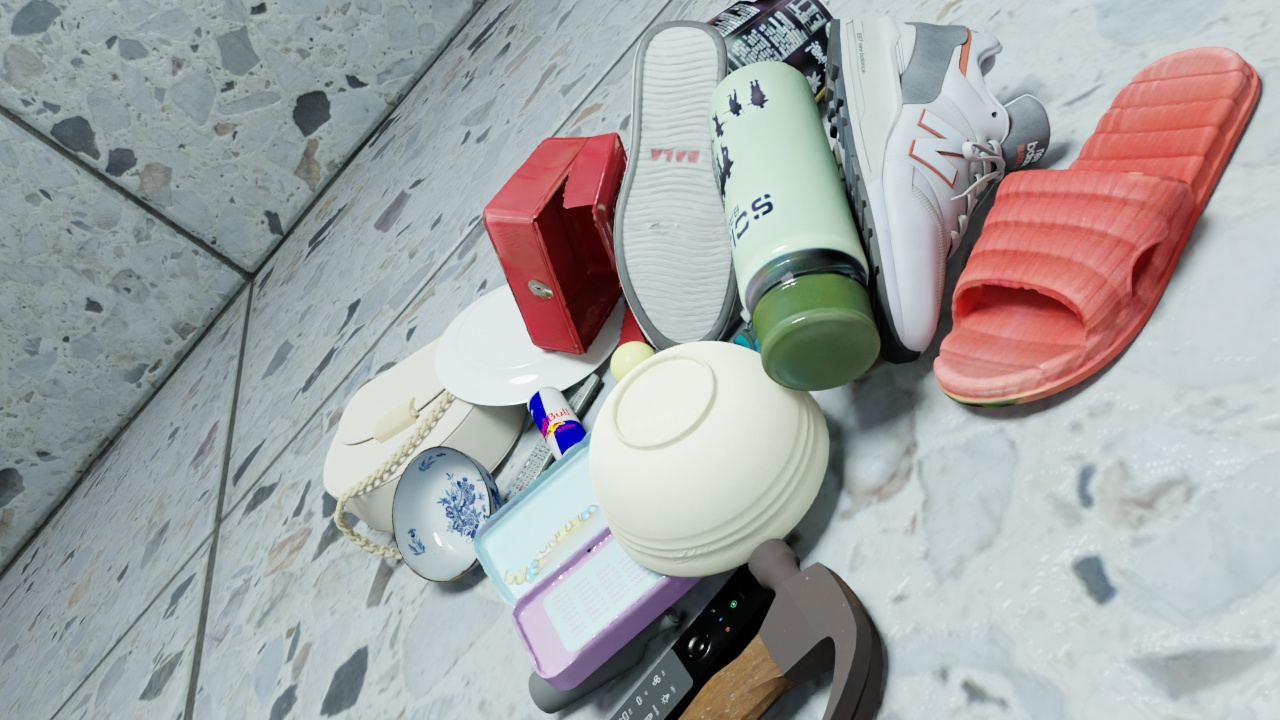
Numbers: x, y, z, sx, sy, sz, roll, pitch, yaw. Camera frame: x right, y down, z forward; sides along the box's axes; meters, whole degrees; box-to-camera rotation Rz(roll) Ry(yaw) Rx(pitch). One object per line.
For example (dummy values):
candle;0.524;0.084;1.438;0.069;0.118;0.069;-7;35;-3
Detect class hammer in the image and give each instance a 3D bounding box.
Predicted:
hammer;-0.005;0.231;0.486;0.323;0.033;0.115;-45;35;9

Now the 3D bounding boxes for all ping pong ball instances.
ping pong ball;-0.005;0.004;0.752;0.040;0.040;0.040;-35;33;26

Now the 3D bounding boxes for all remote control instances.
remote control;-0.077;0.069;0.805;0.033;0.013;0.136;12;66;58
remote control;0.034;0.171;0.534;0.150;0.013;0.034;-50;29;1

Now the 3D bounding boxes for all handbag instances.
handbag;-0.211;0.070;0.920;0.211;0.103;0.208;-31;33;14

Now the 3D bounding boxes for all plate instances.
plate;-0.107;-0.031;0.867;0.189;0.016;0.188;-10;41;9

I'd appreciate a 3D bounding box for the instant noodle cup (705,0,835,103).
instant noodle cup;0.111;-0.264;0.815;0.112;0.137;0.137;-42;29;-3

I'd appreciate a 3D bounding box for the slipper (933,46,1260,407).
slipper;0.239;-0.083;0.493;0.248;0.059;0.103;-53;29;-7

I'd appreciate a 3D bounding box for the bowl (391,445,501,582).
bowl;-0.159;0.133;0.795;0.114;0.045;0.114;-5;81;31

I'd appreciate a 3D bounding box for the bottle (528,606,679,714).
bottle;-0.021;0.185;0.578;0.113;0.030;0.030;-37;32;23

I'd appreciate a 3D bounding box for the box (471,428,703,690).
box;-0.004;0.095;0.601;0.214;0.035;0.151;-40;43;-3

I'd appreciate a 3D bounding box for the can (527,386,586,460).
can;-0.064;0.060;0.763;0.032;0.032;0.095;-46;41;8

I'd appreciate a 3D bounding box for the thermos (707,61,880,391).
thermos;0.093;-0.086;0.571;0.082;0.082;0.231;-33;44;29

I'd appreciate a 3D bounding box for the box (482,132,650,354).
box;-0.052;-0.099;0.790;0.110;0.158;0.133;-3;43;20

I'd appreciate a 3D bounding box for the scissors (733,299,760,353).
scissors;0.093;-0.013;0.658;0.124;0.019;0.147;-18;41;45

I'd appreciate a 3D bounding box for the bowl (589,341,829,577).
bowl;0.029;0.044;0.547;0.151;0.075;0.150;-20;43;19

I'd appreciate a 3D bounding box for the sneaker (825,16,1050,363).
sneaker;0.190;-0.120;0.570;0.124;0.089;0.239;-8;72;5

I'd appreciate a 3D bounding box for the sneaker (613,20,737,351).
sneaker;0.034;-0.130;0.754;0.128;0.097;0.263;27;-118;-83
